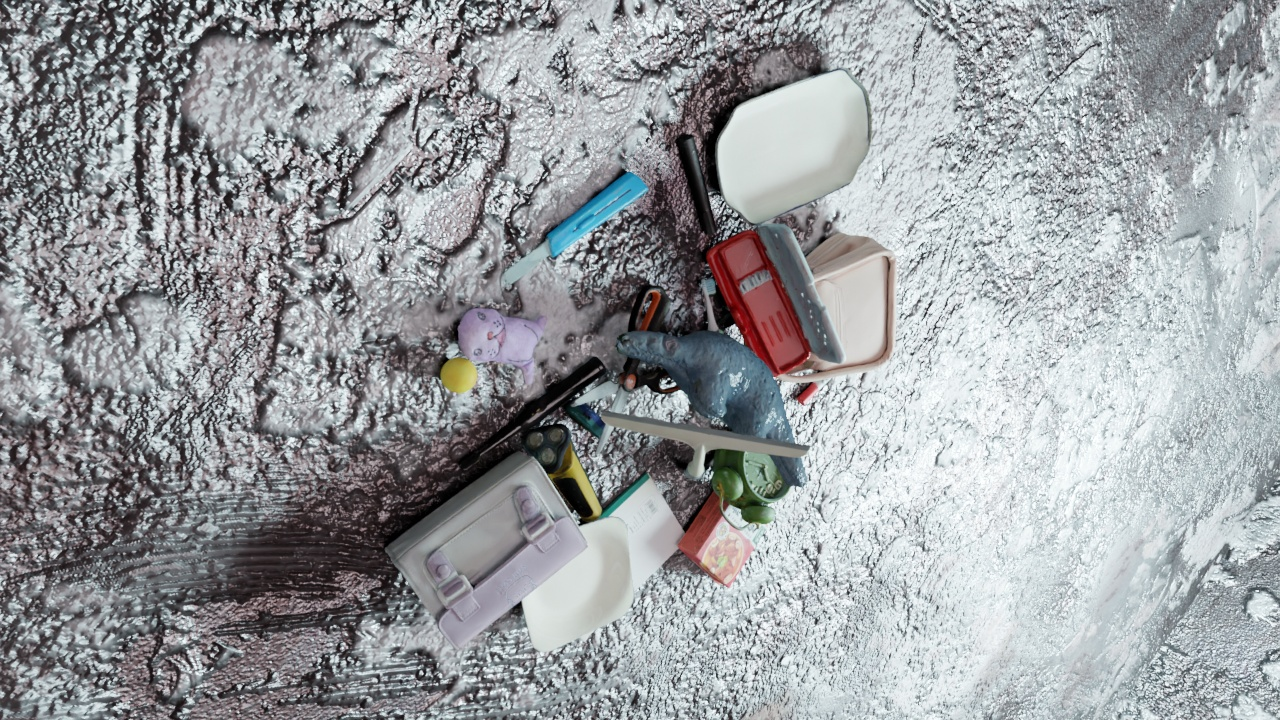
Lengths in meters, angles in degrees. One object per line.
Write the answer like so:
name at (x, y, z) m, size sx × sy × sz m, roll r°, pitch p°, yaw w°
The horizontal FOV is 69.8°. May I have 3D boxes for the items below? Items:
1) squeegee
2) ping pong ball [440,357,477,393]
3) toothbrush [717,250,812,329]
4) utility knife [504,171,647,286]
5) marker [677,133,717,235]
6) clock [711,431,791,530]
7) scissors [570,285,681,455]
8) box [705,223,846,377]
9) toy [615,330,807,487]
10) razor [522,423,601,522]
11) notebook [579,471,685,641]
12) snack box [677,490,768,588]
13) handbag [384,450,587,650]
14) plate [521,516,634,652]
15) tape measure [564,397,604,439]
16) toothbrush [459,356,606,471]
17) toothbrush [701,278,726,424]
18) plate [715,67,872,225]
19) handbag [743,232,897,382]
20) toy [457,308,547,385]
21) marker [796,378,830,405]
squeegee at (0.072, 0.131, 1.179) m, size 0.246 × 0.247 × 0.039 m, roll 10°, pitch 73°, yaw 3°
ping pong ball at (-0.203, 0.017, 1.023) m, size 0.040 × 0.040 × 0.040 m, roll -14°, pitch 116°, yaw -31°
toothbrush at (0.176, -0.100, 1.268) m, size 0.189 × 0.016 × 0.014 m, roll -39°, pitch 123°, yaw -20°
utility knife at (-0.077, -0.152, 1.061) m, size 0.209 × 0.018 × 0.034 m, roll -39°, pitch 127°, yaw -15°
marker at (0.071, -0.216, 1.138) m, size 0.020 × 0.022 × 0.132 m, roll -8°, pitch 123°, yaw 16°
clock at (0.156, 0.165, 1.292) m, size 0.116 × 0.056 × 0.160 m, roll 44°, pitch 58°, yaw -20°
scissors at (0.000, 0.014, 1.147) m, size 0.230 × 0.022 × 0.221 m, roll 13°, pitch 87°, yaw -51°
box at (0.176, -0.072, 1.178) m, size 0.112 × 0.099 × 0.201 m, roll -28°, pitch 108°, yaw 0°
toy at (0.106, 0.034, 1.171) m, size 0.356 × 0.092 × 0.137 m, roll 36°, pitch 49°, yaw -31°
razor at (-0.090, 0.147, 1.148) m, size 0.062 × 0.067 × 0.167 m, roll -13°, pitch 132°, yaw 13°
notebook at (-0.036, 0.270, 1.263) m, size 0.208 × 0.012 × 0.150 m, roll -41°, pitch 125°, yaw -17°
snack box at (0.128, 0.263, 1.348) m, size 0.113 × 0.044 × 0.127 m, roll -55°, pitch 129°, yaw -16°
handbag at (-0.175, 0.221, 1.072) m, size 0.196 × 0.098 × 0.145 m, roll -36°, pitch 110°, yaw -18°
plate at (-0.087, 0.287, 1.204) m, size 0.163 × 0.034 × 0.164 m, roll -18°, pitch 115°, yaw -29°
tape measure at (-0.068, 0.071, 1.132) m, size 0.025 × 0.054 × 0.058 m, roll -50°, pitch 138°, yaw -10°
toothbrush at (-0.130, 0.066, 1.107) m, size 0.212 × 0.027 × 0.026 m, roll -38°, pitch 82°, yaw -16°
toothbrush at (0.105, -0.010, 1.242) m, size 0.027 × 0.026 × 0.225 m, roll -9°, pitch 119°, yaw 8°
plate at (0.196, -0.280, 1.193) m, size 0.265 × 0.034 × 0.162 m, roll -27°, pitch 121°, yaw -24°
handbag at (0.248, -0.058, 1.293) m, size 0.233 × 0.093 × 0.193 m, roll -23°, pitch 121°, yaw -21°
toy at (-0.159, -0.022, 1.038) m, size 0.108 × 0.039 × 0.084 m, roll 15°, pitch 83°, yaw -39°
marker at (0.291, 0.014, 1.391) m, size 0.145 × 0.017 × 0.017 m, roll -43°, pitch 127°, yaw -14°
